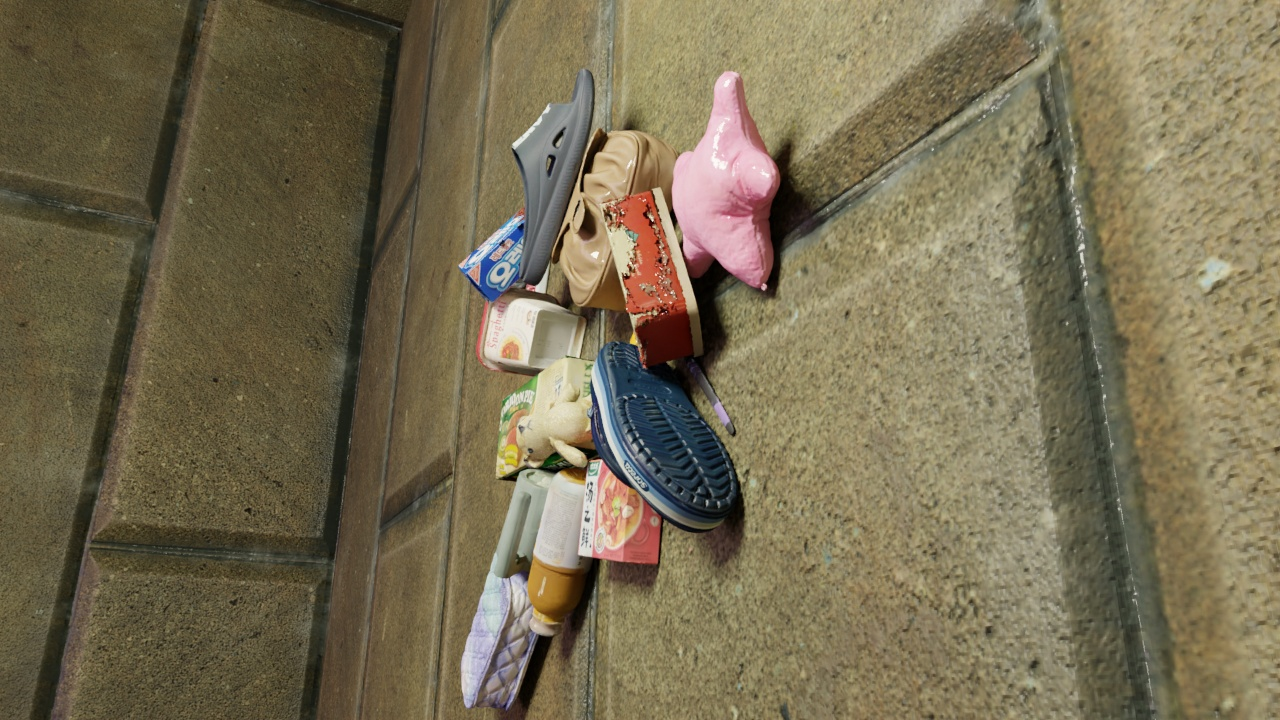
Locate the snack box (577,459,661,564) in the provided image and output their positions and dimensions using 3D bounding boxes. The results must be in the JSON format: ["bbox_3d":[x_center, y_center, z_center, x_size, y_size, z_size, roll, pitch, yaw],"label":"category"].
[{"bbox_3d":[-0.019,0.143,0.951,0.113,0.044,0.127,-18,64,63],"label":"snack box"}]

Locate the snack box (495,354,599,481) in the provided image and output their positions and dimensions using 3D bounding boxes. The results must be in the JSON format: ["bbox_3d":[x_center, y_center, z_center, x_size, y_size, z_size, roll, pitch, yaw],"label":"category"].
[{"bbox_3d":[-0.117,0.082,1.165,0.241,0.063,0.114,-33,51,59],"label":"snack box"}]

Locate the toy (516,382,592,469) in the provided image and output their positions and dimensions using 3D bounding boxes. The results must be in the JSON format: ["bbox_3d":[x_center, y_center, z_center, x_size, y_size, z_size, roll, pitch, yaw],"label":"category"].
[{"bbox_3d":[-0.071,0.062,0.999,0.157,0.066,0.105,-28,58,22],"label":"toy"}]

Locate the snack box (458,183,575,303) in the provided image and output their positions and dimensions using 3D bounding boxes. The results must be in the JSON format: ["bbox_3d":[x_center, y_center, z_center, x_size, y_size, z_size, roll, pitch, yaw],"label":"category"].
[{"bbox_3d":[-0.142,-0.165,1.196,0.207,0.057,0.058,-43,27,-5],"label":"snack box"}]

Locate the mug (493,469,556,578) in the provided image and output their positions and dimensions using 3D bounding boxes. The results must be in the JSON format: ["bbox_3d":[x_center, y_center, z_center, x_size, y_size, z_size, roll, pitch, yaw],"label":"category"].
[{"bbox_3d":[-0.127,0.194,1.089,0.123,0.084,0.103,-9,-64,-72],"label":"mug"}]

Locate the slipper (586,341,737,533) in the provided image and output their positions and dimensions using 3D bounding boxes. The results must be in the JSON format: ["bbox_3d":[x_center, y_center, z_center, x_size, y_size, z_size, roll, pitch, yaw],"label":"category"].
[{"bbox_3d":[0.002,0.074,0.859,0.252,0.105,0.095,-117,42,-52],"label":"slipper"}]

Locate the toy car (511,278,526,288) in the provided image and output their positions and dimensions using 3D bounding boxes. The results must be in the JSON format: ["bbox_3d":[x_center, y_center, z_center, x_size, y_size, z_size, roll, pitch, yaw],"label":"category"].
[{"bbox_3d":[-0.192,-0.150,1.437,0.031,0.049,0.106,-100,30,-43],"label":"toy car"}]

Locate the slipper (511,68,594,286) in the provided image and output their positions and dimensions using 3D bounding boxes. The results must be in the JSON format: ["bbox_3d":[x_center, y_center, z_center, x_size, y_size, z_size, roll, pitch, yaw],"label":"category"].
[{"bbox_3d":[-0.120,-0.226,1.103,0.111,0.083,0.268,-142,68,-76],"label":"slipper"}]

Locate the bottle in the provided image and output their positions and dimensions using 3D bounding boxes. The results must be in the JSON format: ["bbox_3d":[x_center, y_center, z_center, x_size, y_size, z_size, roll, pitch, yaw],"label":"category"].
[{"bbox_3d":[-0.087,0.219,1.040,0.068,0.068,0.189,33,110,64],"label":"bottle"}]

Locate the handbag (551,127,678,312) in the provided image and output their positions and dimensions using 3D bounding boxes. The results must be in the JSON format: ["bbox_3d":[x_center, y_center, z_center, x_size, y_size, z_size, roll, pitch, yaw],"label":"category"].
[{"bbox_3d":[-0.035,-0.162,1.038,0.147,0.099,0.205,55,130,53],"label":"handbag"}]

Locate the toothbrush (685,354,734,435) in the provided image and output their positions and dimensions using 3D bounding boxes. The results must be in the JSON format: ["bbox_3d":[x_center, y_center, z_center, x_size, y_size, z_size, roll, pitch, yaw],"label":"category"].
[{"bbox_3d":[0.053,0.011,0.883,0.014,0.016,0.189,-66,29,27],"label":"toothbrush"}]

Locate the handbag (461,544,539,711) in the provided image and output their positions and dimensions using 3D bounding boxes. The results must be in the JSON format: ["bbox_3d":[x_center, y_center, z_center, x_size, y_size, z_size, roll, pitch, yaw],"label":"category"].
[{"bbox_3d":[-0.172,0.341,1.172,0.134,0.075,0.194,-120,47,-61],"label":"handbag"}]

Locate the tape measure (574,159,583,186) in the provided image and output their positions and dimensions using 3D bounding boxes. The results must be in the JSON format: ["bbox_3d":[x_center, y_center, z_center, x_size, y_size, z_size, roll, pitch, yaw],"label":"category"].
[{"bbox_3d":[-0.047,-0.223,1.130,0.066,0.066,0.033,-8,69,65],"label":"tape measure"}]

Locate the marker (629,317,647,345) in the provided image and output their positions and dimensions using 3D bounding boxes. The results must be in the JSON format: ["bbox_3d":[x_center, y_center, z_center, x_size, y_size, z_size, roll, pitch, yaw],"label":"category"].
[{"bbox_3d":[0.016,-0.070,0.996,0.124,0.015,0.018,-69,28,18],"label":"marker"}]

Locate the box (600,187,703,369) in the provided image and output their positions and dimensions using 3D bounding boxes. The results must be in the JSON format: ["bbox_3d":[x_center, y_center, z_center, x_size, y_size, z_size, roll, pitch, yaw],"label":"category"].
[{"bbox_3d":[0.003,-0.082,0.900,0.091,0.079,0.168,77,179,-54],"label":"box"}]

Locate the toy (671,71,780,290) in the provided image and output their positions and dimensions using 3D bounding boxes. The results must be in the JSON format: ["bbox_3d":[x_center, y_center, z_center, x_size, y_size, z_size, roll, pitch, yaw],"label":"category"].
[{"bbox_3d":[0.076,-0.136,0.823,0.195,0.074,0.178,124,134,-62],"label":"toy"}]

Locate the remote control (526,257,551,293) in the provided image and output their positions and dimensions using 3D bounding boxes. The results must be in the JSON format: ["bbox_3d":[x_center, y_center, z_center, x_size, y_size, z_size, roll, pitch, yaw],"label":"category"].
[{"bbox_3d":[-0.158,-0.104,1.380,0.056,0.020,0.136,-4,76,64],"label":"remote control"}]

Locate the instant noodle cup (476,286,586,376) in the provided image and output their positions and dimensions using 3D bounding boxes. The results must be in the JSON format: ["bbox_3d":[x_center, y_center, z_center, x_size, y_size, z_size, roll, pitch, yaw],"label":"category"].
[{"bbox_3d":[-0.140,-0.033,1.217,0.124,0.116,0.116,14,93,54],"label":"instant noodle cup"}]
